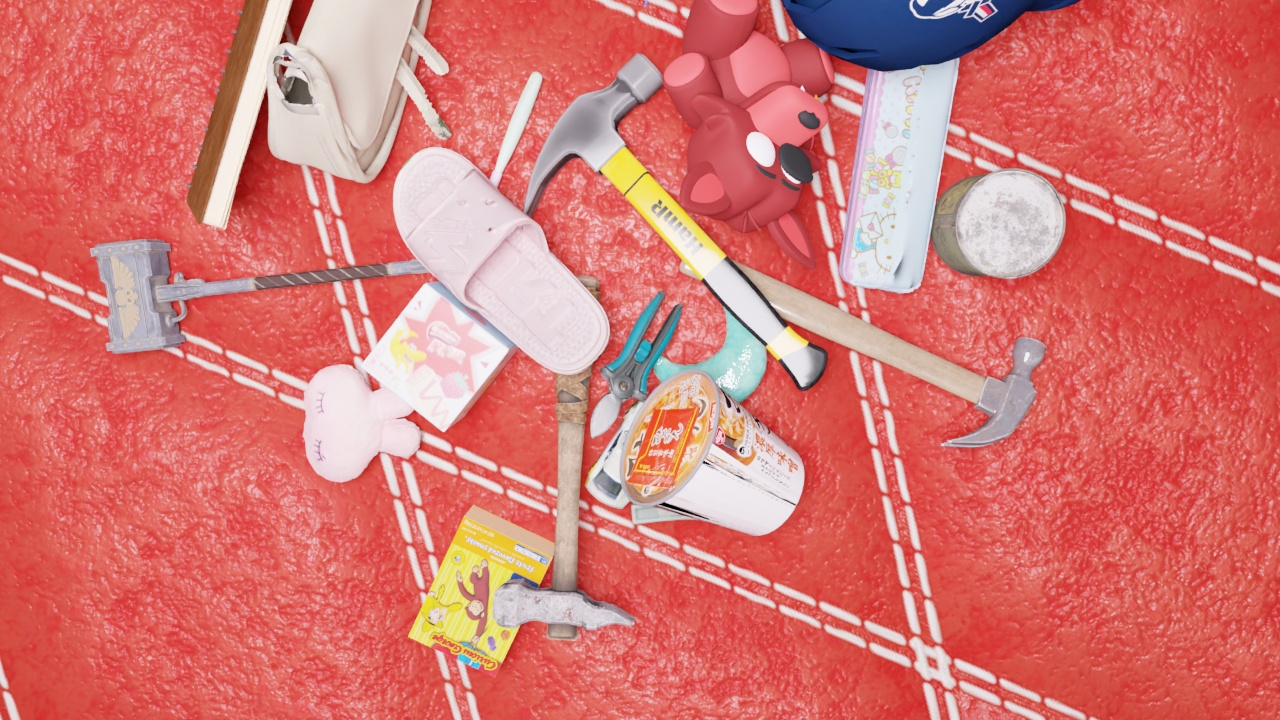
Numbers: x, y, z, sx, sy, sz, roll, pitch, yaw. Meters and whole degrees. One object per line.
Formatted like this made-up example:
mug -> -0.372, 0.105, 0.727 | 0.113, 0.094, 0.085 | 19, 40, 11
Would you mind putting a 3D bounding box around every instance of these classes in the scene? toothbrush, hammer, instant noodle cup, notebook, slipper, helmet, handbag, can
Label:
toothbrush -> -0.122, -0.185, 0.823 | 0.022, 0.015, 0.155 | 29, 98, 30
hammer -> -0.322, -0.072, 0.828 | 0.322, 0.044, 0.098 | -6, 96, 2
instant noodle cup -> 0.068, 0.089, 0.788 | 0.121, 0.123, 0.124 | 30, 97, -28
notebook -> -0.330, -0.228, 0.759 | 0.024, 0.167, 0.225 | 16, 98, -32
slipper -> -0.123, -0.085, 0.779 | 0.094, 0.064, 0.239 | -44, 87, -4
hammer -> 0.190, -0.026, 0.811 | 0.331, 0.031, 0.119 | 25, 75, 2
helmet -> 0.209, -0.325, 0.673 | 0.232, 0.272, 0.223 | 40, 87, -34
hammer -> 0.041, -0.099, 0.800 | 0.170, 0.034, 0.324 | -43, 86, 7
handbag -> -0.212, -0.266, 0.744 | 0.132, 0.184, 0.229 | 15, 81, -6
hammer -> -0.061, 0.083, 0.810 | 0.121, 0.049, 0.318 | 2, 84, 2
can -> 0.303, -0.116, 0.787 | 0.090, 0.074, 0.090 | 0, 98, 1

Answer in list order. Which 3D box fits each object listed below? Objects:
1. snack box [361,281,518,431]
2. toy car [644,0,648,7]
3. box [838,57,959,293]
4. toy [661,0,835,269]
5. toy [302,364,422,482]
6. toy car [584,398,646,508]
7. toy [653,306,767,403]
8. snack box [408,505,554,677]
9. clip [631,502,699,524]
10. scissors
snack box -> -0.173, -0.006, 0.811 | 0.093, 0.079, 0.095 | 39, 95, -3
toy car -> 0.021, -0.364, 0.798 | 0.092, 0.062, 0.033 | -48, 48, -11
box -> 0.224, -0.167, 0.804 | 0.076, 0.033, 0.214 | 7, 96, 1
toy -> 0.091, -0.187, 0.740 | 0.121, 0.158, 0.197 | -21, 60, 42
toy -> -0.254, 0.056, 0.838 | 0.105, 0.053, 0.108 | -5, 95, -13
toy car -> -0.009, 0.086, 0.840 | 0.048, 0.033, 0.105 | 32, 95, 0
toy -> 0.071, 0.000, 0.830 | 0.105, 0.033, 0.085 | -41, 79, 3
snack box -> -0.146, 0.213, 0.854 | 0.088, 0.040, 0.126 | 25, 96, -1
clip -> 0.029, 0.136, 0.847 | 0.076, 0.044, 0.023 | -6, 97, 3
scissors -> 0.000, 0.006, 0.810 | 0.137, 0.019, 0.136 | -5, 82, -24
